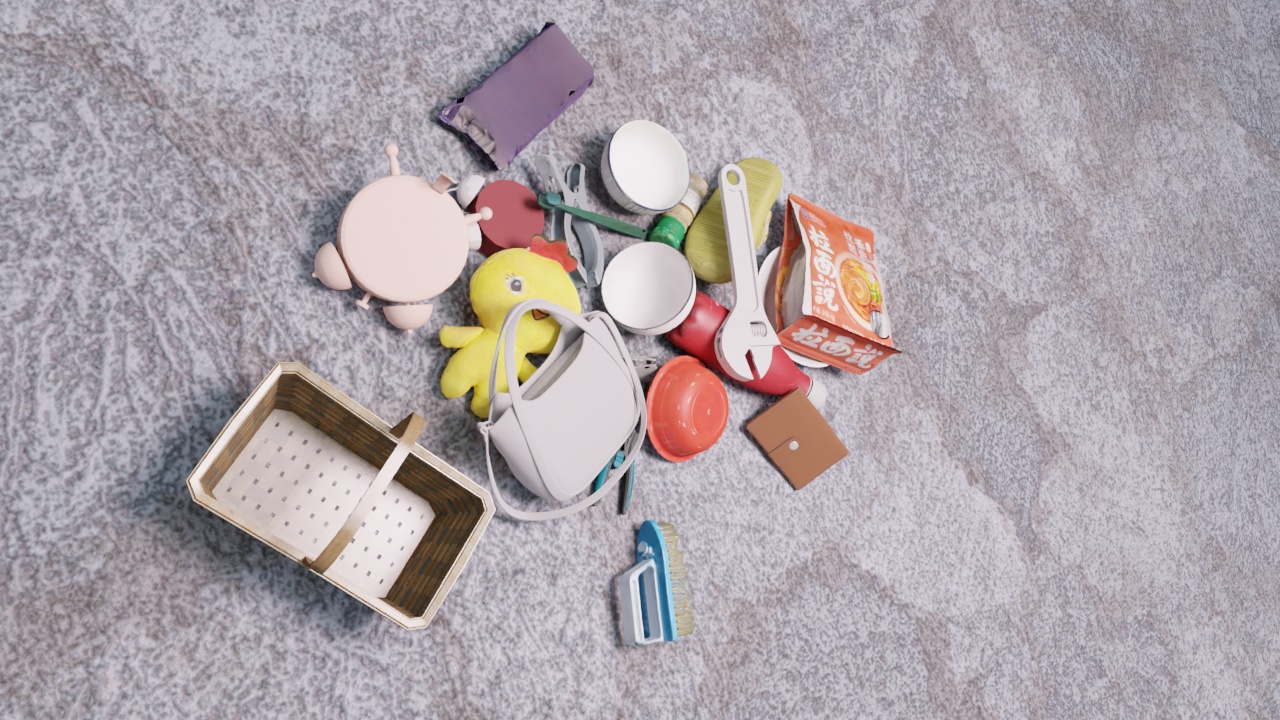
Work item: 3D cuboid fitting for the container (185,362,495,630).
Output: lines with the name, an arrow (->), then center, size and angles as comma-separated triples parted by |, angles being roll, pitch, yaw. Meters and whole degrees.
container -> -0.262, 0.123, 0.835 | 0.250, 0.187, 0.157 | 38, 62, -18

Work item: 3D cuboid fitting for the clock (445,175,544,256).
clock -> -0.166, -0.162, 1.046 | 0.124, 0.044, 0.087 | 9, 74, -29

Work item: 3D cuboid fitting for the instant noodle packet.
instant noodle packet -> 0.262, -0.111, 1.247 | 0.164, 0.084, 0.220 | 19, 58, -25

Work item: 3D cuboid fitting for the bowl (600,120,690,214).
bowl -> -0.003, -0.234, 1.150 | 0.118, 0.062, 0.118 | 7, 75, -29

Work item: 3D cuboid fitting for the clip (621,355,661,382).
clip -> -0.007, 0.005, 1.103 | 0.102, 0.054, 0.057 | -1, 41, -31

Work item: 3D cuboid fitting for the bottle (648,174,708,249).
bottle -> 0.050, -0.190, 1.183 | 0.043, 0.043, 0.110 | 37, 62, -18

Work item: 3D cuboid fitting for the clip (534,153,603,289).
clip -> -0.073, -0.165, 1.106 | 0.106, 0.028, 0.163 | -8, 83, -58

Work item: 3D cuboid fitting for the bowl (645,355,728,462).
bowl -> 0.065, 0.060, 1.105 | 0.130, 0.045, 0.130 | -4, 96, -46

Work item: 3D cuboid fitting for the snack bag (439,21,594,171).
snack bag -> -0.139, -0.317, 1.091 | 0.096, 0.059, 0.204 | 46, 59, -14

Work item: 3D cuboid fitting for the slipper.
slipper -> 0.125, -0.178, 1.211 | 0.092, 0.081, 0.190 | 21, 74, 20

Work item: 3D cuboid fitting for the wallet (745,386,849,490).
wallet -> 0.204, 0.103, 1.187 | 0.087, 0.013, 0.121 | -37, 108, 8

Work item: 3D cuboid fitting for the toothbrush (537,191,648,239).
toothbrush -> -0.052, -0.172, 1.094 | 0.189, 0.017, 0.016 | 9, 68, -51

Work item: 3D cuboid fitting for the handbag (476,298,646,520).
handbag -> -0.091, 0.038, 0.966 | 0.215, 0.096, 0.223 | -49, 135, -29

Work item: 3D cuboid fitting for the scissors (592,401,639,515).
scissors -> -0.027, 0.110, 1.079 | 0.149, 0.019, 0.131 | -30, 95, -32

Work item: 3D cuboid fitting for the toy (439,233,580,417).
toy -> -0.143, -0.040, 1.008 | 0.133, 0.092, 0.207 | 34, 73, -30

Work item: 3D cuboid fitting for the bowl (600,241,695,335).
bowl -> 0.014, -0.081, 1.109 | 0.113, 0.063, 0.113 | -5, 71, 13

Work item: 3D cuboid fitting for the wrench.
wrench -> 0.118, -0.110, 1.127 | 0.086, 0.018, 0.273 | -3, 81, -29

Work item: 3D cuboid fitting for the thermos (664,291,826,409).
thermos -> 0.143, -0.002, 1.175 | 0.239, 0.073, 0.073 | 30, 65, -22

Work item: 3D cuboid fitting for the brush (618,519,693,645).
brush -> 0.012, 0.251, 1.046 | 0.075, 0.056, 0.135 | 2, 77, -36

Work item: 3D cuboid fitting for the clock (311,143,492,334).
clock -> -0.246, -0.123, 0.951 | 0.131, 0.086, 0.160 | 33, 89, -21

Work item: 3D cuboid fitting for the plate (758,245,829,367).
plate -> 0.218, -0.072, 1.258 | 0.173, 0.036, 0.173 | 8, 74, -29
